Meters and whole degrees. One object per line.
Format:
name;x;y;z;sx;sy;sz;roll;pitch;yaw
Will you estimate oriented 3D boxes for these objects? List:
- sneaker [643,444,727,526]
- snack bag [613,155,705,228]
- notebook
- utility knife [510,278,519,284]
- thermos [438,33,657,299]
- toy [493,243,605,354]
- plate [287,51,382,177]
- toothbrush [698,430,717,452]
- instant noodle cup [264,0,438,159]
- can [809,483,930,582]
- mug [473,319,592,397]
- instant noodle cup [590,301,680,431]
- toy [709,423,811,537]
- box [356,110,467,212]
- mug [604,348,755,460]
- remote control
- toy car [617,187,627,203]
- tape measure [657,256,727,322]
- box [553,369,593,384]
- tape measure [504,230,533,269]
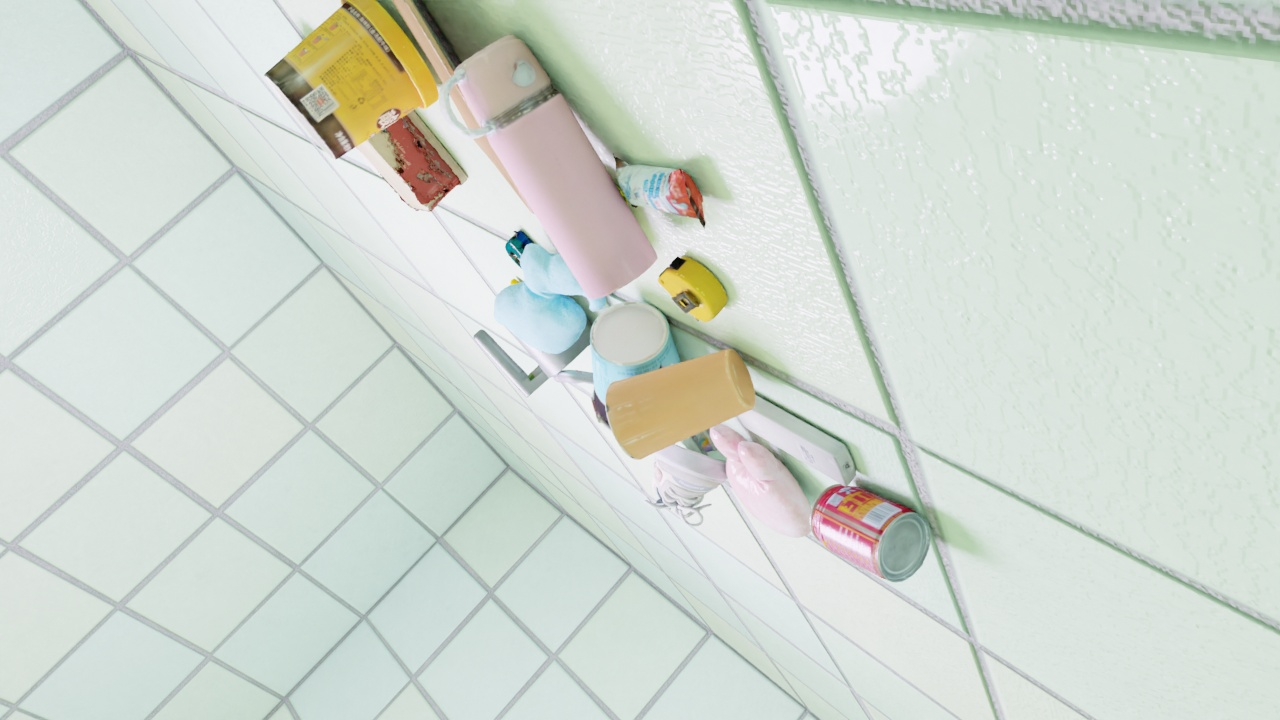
sneaker;0.048;0.154;1.149;0.089;0.090;0.242;19;172;-3
snack bag;0.012;-0.124;0.664;0.104;0.026;0.048;26;149;50
notebook;-0.157;-0.230;0.757;0.149;0.012;0.211;54;176;42
utility knife;-0.116;-0.063;1.202;0.154;0.015;0.033;38;158;25
thermos;-0.070;-0.139;0.688;0.067;0.087;0.198;-2;126;55
toy;-0.104;-0.062;1.021;0.162;0.049;0.156;12;130;27
plate;-0.358;-0.306;1.126;0.164;0.034;0.164;46;165;-9
toothbrush;0.040;0.043;1.071;0.029;0.020;0.189;17;150;50
instant noodle cup;-0.265;-0.254;0.835;0.118;0.114;0.118;47;169;11
can;0.208;0.155;0.842;0.066;0.066;0.094;52;163;-30
mug;-0.129;-0.031;1.120;0.103;0.124;0.083;48;-171;-9
instant noodle cup;-0.006;0.005;0.939;0.111;0.111;0.121;36;158;27
toy;0.132;0.131;1.003;0.121;0.054;0.159;30;158;47
box;-0.282;-0.241;1.018;0.168;0.077;0.091;50;165;-27
mug;0.039;0.037;0.844;0.078;0.123;0.078;48;-149;-41
remote control;0.143;0.070;0.871;0.135;0.019;0.056;30;161;42
toy car;-0.026;-0.117;0.778;0.048;0.032;0.105;34;152;30
tape measure;0.043;-0.057;0.763;0.060;0.028;0.057;44;165;-4
box;-0.031;0.042;1.147;0.160;0.065;0.201;31;173;-8
tape measure;-0.135;-0.122;1.064;0.054;0.025;0.058;47;166;-8
